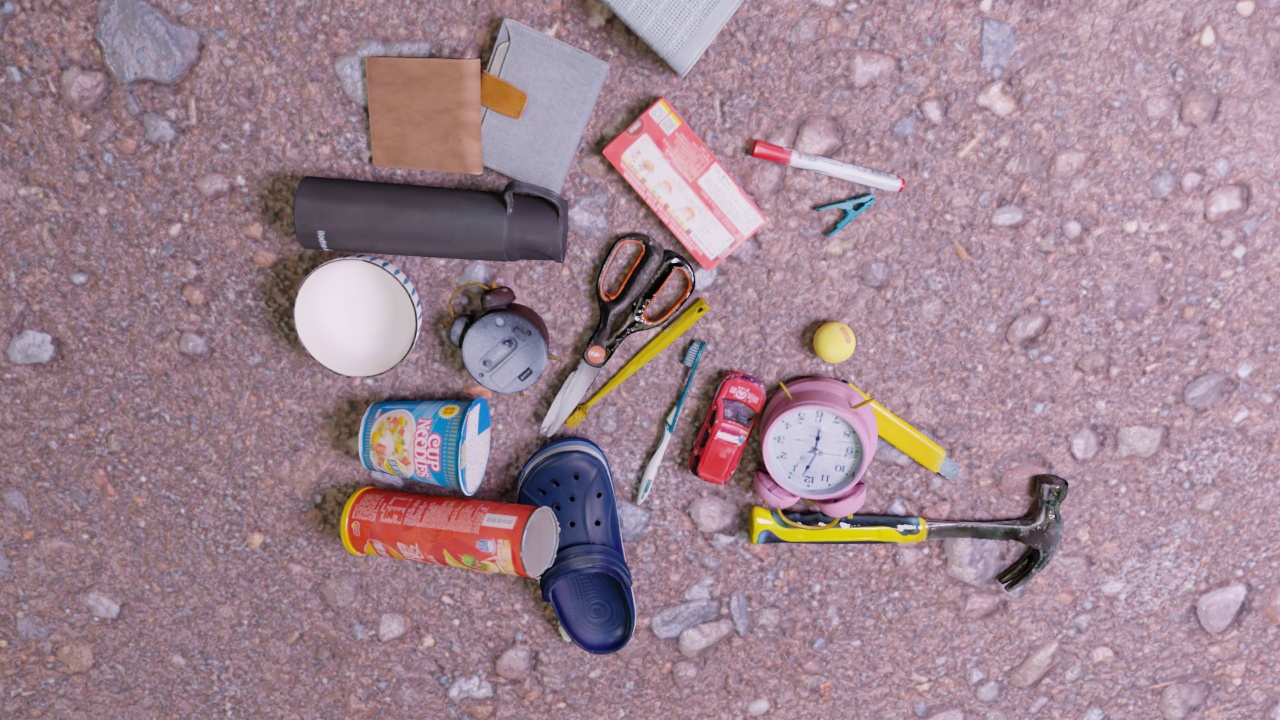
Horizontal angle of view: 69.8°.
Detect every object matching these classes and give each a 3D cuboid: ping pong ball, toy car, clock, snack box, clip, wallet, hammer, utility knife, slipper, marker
[{"bbox_3d":[0.189,-0.018,0.894,0.040,0.040,0.040,0,108,1],"label":"ping pong ball"},{"bbox_3d":[0.088,0.070,0.924,0.053,0.045,0.121,18,105,-6],"label":"toy car"},{"bbox_3d":[0.172,0.098,0.912,0.117,0.059,0.159,9,113,12],"label":"clock"},{"bbox_3d":[0.042,-0.164,0.858,0.075,0.025,0.153,-40,103,14],"label":"snack box"},{"bbox_3d":[0.195,-0.142,0.868,0.055,0.013,0.034,-22,107,10],"label":"clip"},{"bbox_3d":[-0.196,-0.224,0.834,0.115,0.020,0.101,9,110,18],"label":"wallet"},{"bbox_3d":[0.276,0.180,0.962,0.323,0.031,0.126,0,107,1],"label":"hammer"},{"bbox_3d":[-0.137,-0.023,0.893,0.082,0.055,0.122,-40,102,13],"label":"clock"},{"bbox_3d":[0.258,0.073,0.936,0.176,0.015,0.033,34,114,-10],"label":"utility knife"},{"bbox_3d":[-0.066,0.205,0.947,0.105,0.095,0.253,-11,111,2],"label":"slipper"},{"bbox_3d":[0.175,-0.180,0.854,0.145,0.017,0.017,14,108,-3],"label":"marker"},{"bbox_3d":[-0.100,-0.230,0.834,0.106,0.037,0.130,23,107,-7],"label":"wallet"}]

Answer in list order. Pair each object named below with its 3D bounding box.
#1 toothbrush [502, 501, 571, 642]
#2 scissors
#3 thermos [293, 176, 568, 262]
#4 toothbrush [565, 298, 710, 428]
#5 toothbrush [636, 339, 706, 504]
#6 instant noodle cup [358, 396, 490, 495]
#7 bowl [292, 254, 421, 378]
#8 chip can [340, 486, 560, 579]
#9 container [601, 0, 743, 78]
[{"bbox_3d":[-0.112,0.230,0.995,0.016,0.016,0.180,-21,106,5],"label":"toothbrush"},{"bbox_3d":[-0.023,-0.010,0.904,0.139,0.021,0.235,11,104,-5],"label":"scissors"},{"bbox_3d":[-0.189,-0.137,0.845,0.242,0.068,0.090,3,143,0],"label":"thermos"},{"bbox_3d":[-0.005,0.005,0.919,0.190,0.016,0.015,-41,102,13],"label":"toothbrush"},{"bbox_3d":[0.027,0.065,0.939,0.018,0.016,0.192,22,107,4],"label":"toothbrush"},{"bbox_3d":[-0.215,0.081,0.913,0.110,0.099,0.099,4,108,7],"label":"instant noodle cup"},{"bbox_3d":[-0.265,-0.047,0.882,0.116,0.066,0.116,0,108,0],"label":"bowl"},{"bbox_3d":[-0.191,0.168,0.910,0.217,0.073,0.073,1,109,24],"label":"chip can"},{"bbox_3d":[0.021,-0.312,0.779,0.111,0.090,0.090,38,105,-7],"label":"container"}]
